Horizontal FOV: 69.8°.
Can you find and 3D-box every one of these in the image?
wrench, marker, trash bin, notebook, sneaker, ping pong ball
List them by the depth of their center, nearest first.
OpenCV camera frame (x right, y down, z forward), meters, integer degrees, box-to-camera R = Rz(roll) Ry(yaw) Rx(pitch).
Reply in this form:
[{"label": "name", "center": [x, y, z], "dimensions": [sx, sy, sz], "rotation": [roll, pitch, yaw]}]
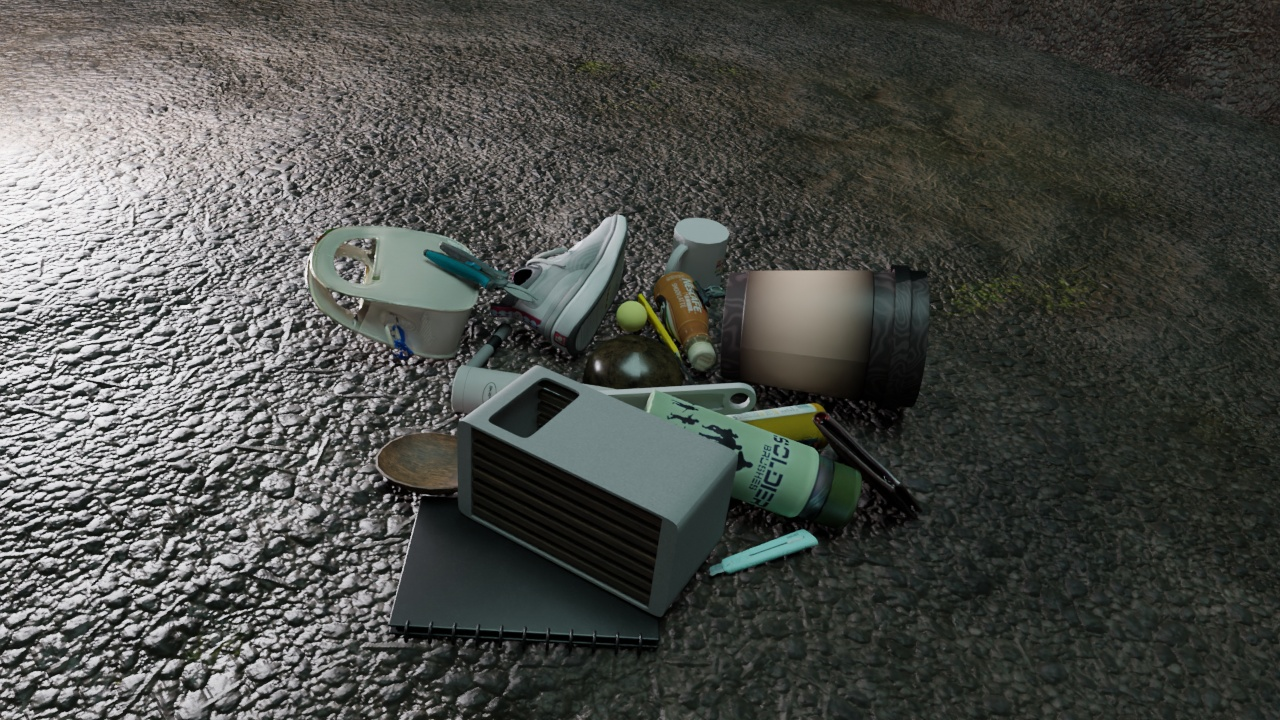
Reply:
[{"label": "notebook", "center": [-0.100, 0.194, 0.846], "dimensions": [0.231, 0.019, 0.168], "rotation": [4, 34, -4]}, {"label": "trash bin", "center": [-0.044, 0.114, 0.855], "dimensions": [0.229, 0.115, 0.114], "rotation": [22, 36, 22]}, {"label": "wrench", "center": [-0.015, 0.056, 0.972], "dimensions": [0.273, 0.087, 0.018], "rotation": [-2, 36, 0]}, {"label": "marker", "center": [-0.192, -0.004, 1.107], "dimensions": [0.016, 0.016, 0.140], "rotation": [16, 37, 12]}, {"label": "ping pong ball", "center": [-0.012, -0.057, 1.191], "dimensions": [0.040, 0.040, 0.040], "rotation": [5, 36, -3]}, {"label": "sneaker", "center": [-0.094, -0.114, 1.206], "dimensions": [0.129, 0.097, 0.262], "rotation": [19, 44, 7]}]

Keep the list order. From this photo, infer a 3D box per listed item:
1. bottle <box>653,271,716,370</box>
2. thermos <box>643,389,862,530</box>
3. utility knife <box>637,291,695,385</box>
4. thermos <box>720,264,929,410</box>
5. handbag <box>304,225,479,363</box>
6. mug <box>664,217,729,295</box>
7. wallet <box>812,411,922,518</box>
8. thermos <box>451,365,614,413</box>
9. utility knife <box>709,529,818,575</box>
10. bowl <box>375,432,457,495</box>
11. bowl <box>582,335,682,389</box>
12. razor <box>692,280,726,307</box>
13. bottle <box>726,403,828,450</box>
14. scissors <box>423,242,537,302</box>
[{"label": "bottle", "center": [0.061, -0.049, 1.176], "dimensions": [0.059, 0.059, 0.167], "rotation": [-2, 38, -13]}, {"label": "thermos", "center": [0.107, 0.107, 0.927], "dimensions": [0.231, 0.082, 0.082], "rotation": [20, 36, -3]}, {"label": "utility knife", "center": [0.033, -0.027, 1.166], "dimensions": [0.018, 0.030, 0.206], "rotation": [-28, 42, -6]}, {"label": "thermos", "center": [0.215, -0.034, 1.099], "dimensions": [0.226, 0.173, 0.172], "rotation": [5, 35, 9]}, {"label": "handbag", "center": [-0.306, -0.087, 1.122], "dimensions": [0.199, 0.093, 0.200], "rotation": [15, 32, -19]}, {"label": "mug", "center": [0.070, -0.136, 1.272], "dimensions": [0.073, 0.090, 0.105], "rotation": [31, 42, 29]}, {"label": "wallet", "center": [0.239, 0.109, 0.962], "dimensions": [0.031, 0.099, 0.120], "rotation": [-46, 50, 3]}, {"label": "thermos", "center": [-0.094, 0.048, 1.021], "dimensions": [0.224, 0.052, 0.052], "rotation": [9, 36, 2]}, {"label": "utility knife", "center": [0.118, 0.190, 0.895], "dimensions": [0.119, 0.015, 0.022], "rotation": [-14, 42, -22]}, {"label": "bowl", "center": [-0.210, 0.111, 0.932], "dimensions": [0.114, 0.026, 0.101], "rotation": [10, 26, 9]}, {"label": "bowl", "center": [-0.006, 0.006, 1.090], "dimensions": [0.121, 0.056, 0.121], "rotation": [5, 36, -3]}, {"label": "razor", "center": [0.130, -0.078, 1.215], "dimensions": [0.143, 0.022, 0.042], "rotation": [12, 39, -39]}, {"label": "bottle", "center": [0.115, 0.084, 1.005], "dimensions": [0.186, 0.053, 0.053], "rotation": [-7, 38, -18]}, {"label": "scissors", "center": [-0.198, -0.106, 1.116], "dimensions": [0.148, 0.019, 0.132], "rotation": [4, 34, -30]}]
